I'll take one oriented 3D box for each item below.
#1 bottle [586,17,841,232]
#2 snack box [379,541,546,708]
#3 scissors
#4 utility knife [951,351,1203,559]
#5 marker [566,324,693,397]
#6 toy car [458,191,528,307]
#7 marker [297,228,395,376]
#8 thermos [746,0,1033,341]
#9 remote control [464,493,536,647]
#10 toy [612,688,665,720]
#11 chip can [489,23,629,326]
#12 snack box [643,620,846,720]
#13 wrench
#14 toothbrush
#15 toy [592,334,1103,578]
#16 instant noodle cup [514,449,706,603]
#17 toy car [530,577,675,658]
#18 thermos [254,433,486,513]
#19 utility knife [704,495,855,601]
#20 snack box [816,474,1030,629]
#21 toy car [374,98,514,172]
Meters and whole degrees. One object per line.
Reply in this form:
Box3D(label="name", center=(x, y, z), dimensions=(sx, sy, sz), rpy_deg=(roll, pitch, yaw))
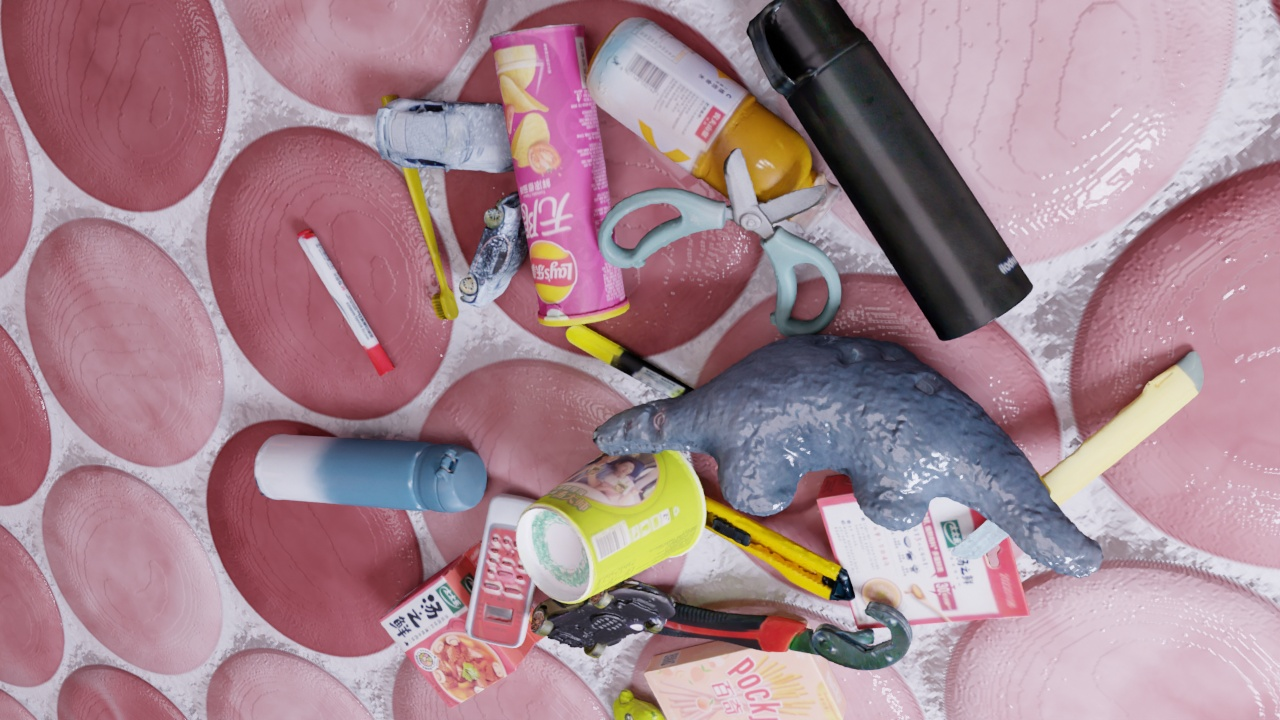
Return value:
Box3D(label="bottle", center=(0.052, -0.158, 0.630), dimensions=(0.189, 0.067, 0.068), rpy_deg=(37, 117, 3))
Box3D(label="snack box", center=(-0.167, 0.254, 0.873), dimensions=(0.127, 0.044, 0.113), rpy_deg=(-38, 91, 27))
Box3D(label="scissors", center=(0.063, -0.069, 0.645), dimensions=(0.172, 0.019, 0.170), rpy_deg=(-14, 130, 29))
Box3D(label="utility knife", center=(0.293, 0.071, 0.613), dimensions=(0.204, 0.021, 0.031), rpy_deg=(-44, 98, 6))
Box3D(label="marker", center=(-0.004, 0.004, 0.740), dimensions=(0.124, 0.015, 0.018), rpy_deg=(29, 117, 7))
Box3D(label="toy car", center=(-0.111, -0.085, 0.732), dimensions=(0.031, 0.048, 0.106), rpy_deg=(33, 117, 12))
Box3D(label="marker", center=(-0.264, -0.052, 0.823), dimensions=(0.017, 0.017, 0.145), rpy_deg=(-27, 96, 27))
Box3D(label="thermos", center=(0.152, -0.125, 0.592), dimensions=(0.242, 0.089, 0.069), rpy_deg=(55, 142, -3))
Box3D(label="remote control", center=(-0.119, 0.188, 0.820), dimensions=(0.056, 0.020, 0.136), rpy_deg=(13, 96, 3))
Box3D(label="toy", center=(0.005, 0.354, 0.842), dimensions=(0.096, 0.031, 0.100), rpy_deg=(45, 131, 22))
Box3D(label="chip can", center=(-0.059, -0.136, 0.682), dimensions=(0.071, 0.071, 0.211), rpy_deg=(-3, 106, 22))
Box3D(label="snack box", center=(0.088, 0.282, 0.790), dimensions=(0.158, 0.026, 0.084), rpy_deg=(-23, 98, 27))
Box3D(label="wrench", center=(0.088, 0.217, 0.748), dimensions=(0.274, 0.016, 0.056), rpy_deg=(-7, 105, 36))
Box3D(label="toothbrush", center=(-0.186, -0.125, 0.767), dimensions=(0.017, 0.015, 0.190), rpy_deg=(-5, 106, 30))
Box3D(label="toy", center=(0.132, 0.049, 0.640), dimensions=(0.357, 0.091, 0.137), rpy_deg=(9, 81, 23))
Box3D(label="instant noodle cup", center=(-0.029, 0.127, 0.715), dimensions=(0.112, 0.123, 0.112), rpy_deg=(15, 115, 36))
Box3D(label="toy car", center=(-0.033, 0.215, 0.786), dimensions=(0.070, 0.042, 0.159), rpy_deg=(32, 137, -26))
Box3D(label="thermos", center=(-0.248, 0.105, 0.844), dimensions=(0.221, 0.070, 0.070), rpy_deg=(1, 108, 21))
Box3D(label="utility knife", center=(0.071, 0.134, 0.729), dimensions=(0.216, 0.015, 0.033), rpy_deg=(25, 121, 27))
Box3D(label="snack box", center=(0.210, 0.135, 0.681), dimensions=(0.127, 0.044, 0.113), rpy_deg=(-13, 102, 26))
Box3D(label="toy car", center=(-0.148, -0.176, 0.719), dimensions=(0.121, 0.036, 0.054), rpy_deg=(5, 109, 9))
